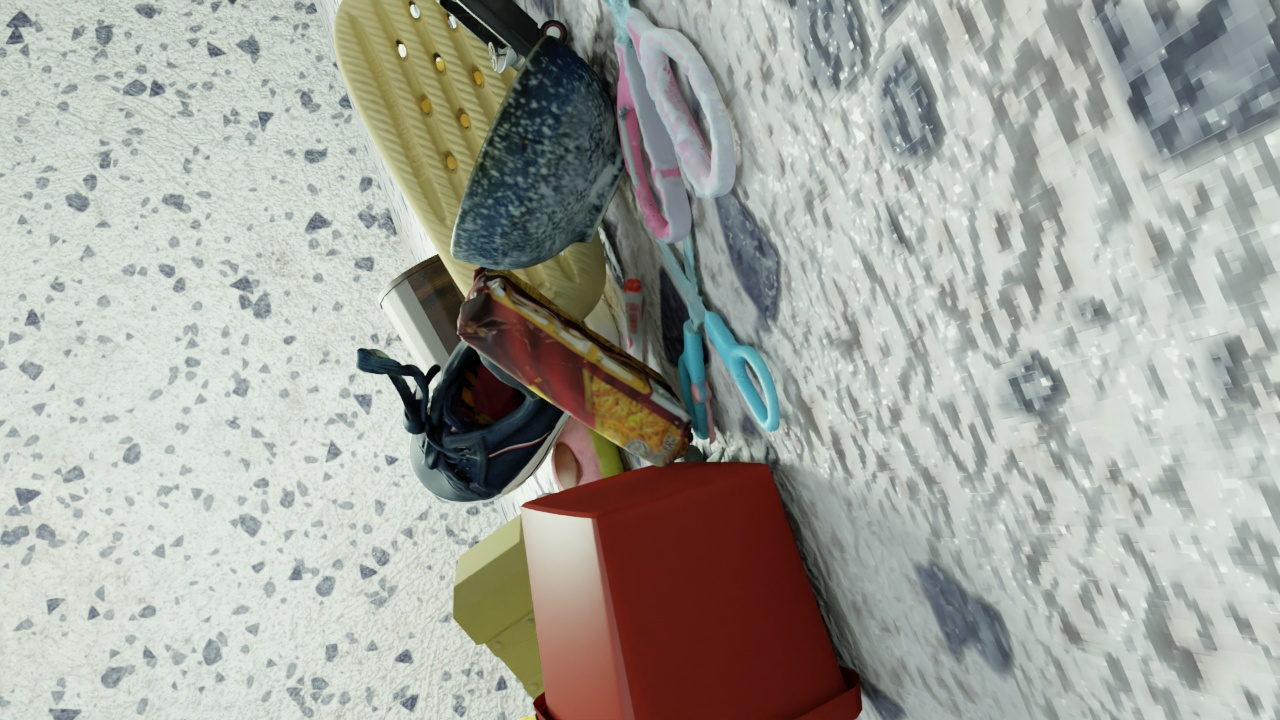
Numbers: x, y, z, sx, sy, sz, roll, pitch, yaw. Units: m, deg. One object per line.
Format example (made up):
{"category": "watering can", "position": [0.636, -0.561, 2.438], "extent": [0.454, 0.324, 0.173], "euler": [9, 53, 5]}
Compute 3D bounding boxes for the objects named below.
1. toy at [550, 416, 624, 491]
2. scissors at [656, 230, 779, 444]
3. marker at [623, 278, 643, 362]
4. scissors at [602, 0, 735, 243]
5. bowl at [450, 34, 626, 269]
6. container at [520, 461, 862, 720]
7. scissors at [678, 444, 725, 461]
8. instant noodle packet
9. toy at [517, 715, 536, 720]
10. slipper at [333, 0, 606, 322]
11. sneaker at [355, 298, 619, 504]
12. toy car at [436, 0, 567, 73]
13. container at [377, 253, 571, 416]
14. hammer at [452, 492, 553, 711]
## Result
{"category": "toy", "position": [-0.042, 0.086, 0.718], "extent": [0.110, 0.051, 0.090], "euler": [148, 106, -76]}
{"category": "scissors", "position": [0.031, -0.008, 0.412], "extent": [0.133, 0.015, 0.135], "euler": [-131, 23, -55]}
{"category": "marker", "position": [-0.003, 0.003, 0.549], "extent": [0.142, 0.012, 0.012], "euler": [89, 157, -50]}
{"category": "scissors", "position": [0.000, -0.138, 0.362], "extent": [0.103, 0.016, 0.179], "euler": [168, 87, -71]}
{"category": "bowl", "position": [-0.041, -0.090, 0.442], "extent": [0.114, 0.061, 0.114], "euler": [-158, 92, -83]}
{"category": "container", "position": [0.024, 0.153, 0.422], "extent": [0.148, 0.126, 0.201], "euler": [-14, 90, 66]}
{"category": "scissors", "position": [0.028, 0.075, 0.516], "extent": [0.142, 0.019, 0.127], "euler": [-143, 37, -62]}
{"category": "instant noodle packet", "position": [-0.033, 0.001, 0.472], "extent": [0.135, 0.040, 0.098], "euler": [34, -170, -13]}
{"category": "toy", "position": [-0.006, 0.321, 0.704], "extent": [0.088, 0.193, 0.134], "euler": [-50, 36, 24]}
{"category": "slipper", "position": [-0.096, -0.129, 0.571], "extent": [0.261, 0.111, 0.079], "euler": [63, -174, 11]}
{"category": "sneaker", "position": [-0.134, 0.044, 0.657], "extent": [0.120, 0.127, 0.295], "euler": [53, 142, 5]}
{"category": "toy car", "position": [-0.076, -0.176, 0.476], "extent": [0.092, 0.037, 0.040], "euler": [38, 176, -19]}
{"category": "container", "position": [-0.132, -0.004, 0.804], "extent": [0.167, 0.132, 0.132], "euler": [63, 165, 4]}
{"category": "hammer", "position": [-0.097, 0.216, 0.975], "extent": [0.190, 0.101, 0.324], "euler": [54, -177, -15]}
